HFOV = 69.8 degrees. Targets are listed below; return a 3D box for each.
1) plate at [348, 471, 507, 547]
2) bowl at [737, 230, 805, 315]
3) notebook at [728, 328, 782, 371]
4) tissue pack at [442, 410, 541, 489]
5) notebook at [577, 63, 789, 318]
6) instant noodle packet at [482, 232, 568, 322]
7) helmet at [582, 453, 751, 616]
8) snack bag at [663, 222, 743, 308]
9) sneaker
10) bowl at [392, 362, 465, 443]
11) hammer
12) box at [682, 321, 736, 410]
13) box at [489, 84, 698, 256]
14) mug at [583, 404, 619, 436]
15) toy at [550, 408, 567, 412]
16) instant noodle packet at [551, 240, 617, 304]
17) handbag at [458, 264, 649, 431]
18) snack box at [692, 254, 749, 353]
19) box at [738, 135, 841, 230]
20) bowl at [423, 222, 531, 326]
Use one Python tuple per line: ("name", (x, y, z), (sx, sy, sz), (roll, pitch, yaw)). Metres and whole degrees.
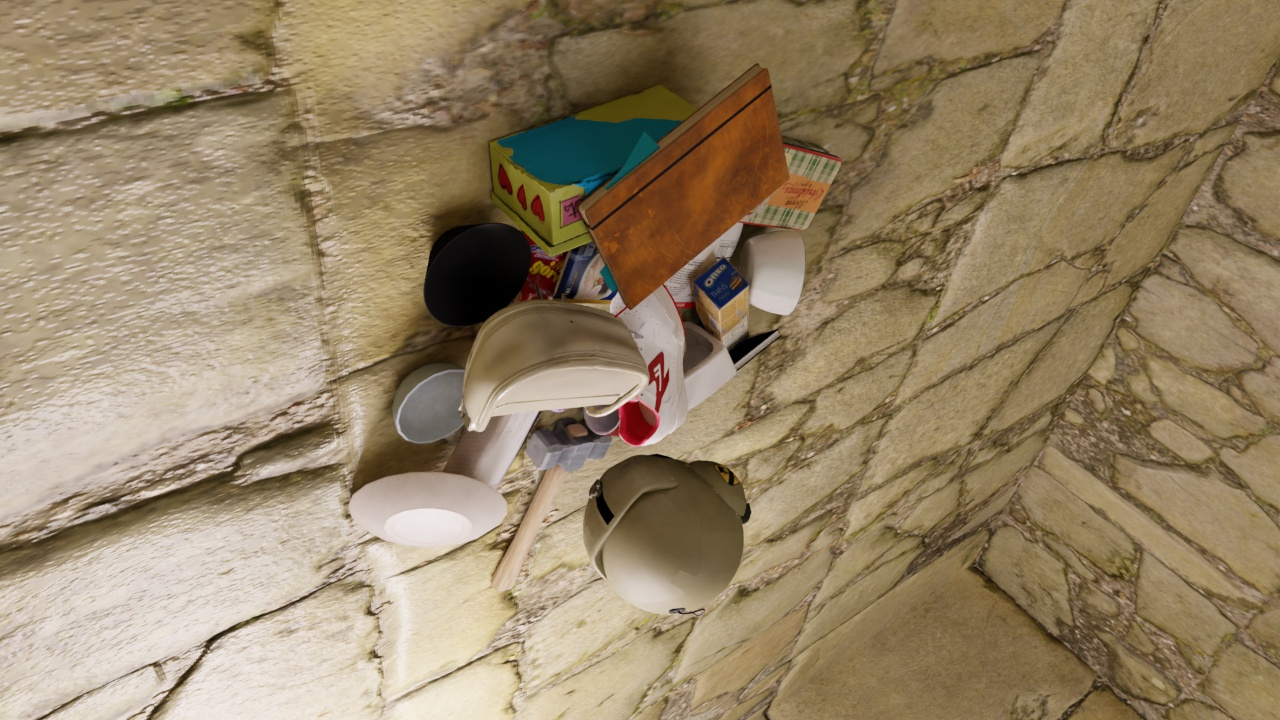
("plate", (-0.257, 0.191, 1.115), (0.188, 0.027, 0.189), (-4, 145, -3))
("bowl", (0.173, -0.121, 1.241), (0.065, 0.116, 0.117), (4, 130, -10))
("notebook", (0.104, 0.027, 1.349), (0.206, 0.016, 0.149), (-38, -177, -12))
("tissue pack", (-0.187, 0.084, 1.141), (0.182, 0.071, 0.103), (-57, 160, 19))
("notebook", (0.045, -0.171, 0.930), (0.249, 0.014, 0.178), (-40, 145, -9))
("instant noodle packet", (-0.121, -0.089, 1.039), (0.135, 0.039, 0.098), (-51, 142, 5))
("helmet", (0.028, 0.243, 1.339), (0.250, 0.255, 0.232), (-55, 149, 12))
("snack bag", (0.071, -0.126, 1.204), (0.130, 0.039, 0.144), (-5, 131, -51))
("sneaker", (-0.007, 0.007, 1.160), (0.104, 0.090, 0.237), (-39, 133, -42))
("bowl", (-0.239, 0.042, 1.049), (0.106, 0.039, 0.106), (-28, 143, -24))
("hammer", (-0.150, 0.219, 1.334), (0.117, 0.051, 0.324), (-6, 133, -44))
("box", (0.050, -0.020, 1.249), (0.103, 0.110, 0.130), (-35, 127, -12))
("box", (-0.033, -0.198, 0.942), (0.220, 0.124, 0.082), (-29, 141, -26))
("mug", (-0.019, 0.055, 1.275), (0.082, 0.073, 0.106), (10, 107, -51))
("toy", (-0.089, 0.026, 1.196), (0.100, 0.036, 0.080), (-46, 151, 2))
("instant noodle packet", (-0.046, -0.124, 1.033), (0.086, 0.026, 0.134), (-2, 122, -41))
("handbag", (-0.100, -0.003, 1.028), (0.228, 0.132, 0.185), (-2, 149, -41))
("snack box", (0.112, -0.068, 1.253), (0.056, 0.057, 0.207), (-40, 163, -7))
("box", (0.171, -0.233, 1.191), (0.205, 0.050, 0.118), (-1, 128, -48))
("bowl", (-0.180, -0.101, 0.948), (0.123, 0.052, 0.124), (-28, 143, -24))
